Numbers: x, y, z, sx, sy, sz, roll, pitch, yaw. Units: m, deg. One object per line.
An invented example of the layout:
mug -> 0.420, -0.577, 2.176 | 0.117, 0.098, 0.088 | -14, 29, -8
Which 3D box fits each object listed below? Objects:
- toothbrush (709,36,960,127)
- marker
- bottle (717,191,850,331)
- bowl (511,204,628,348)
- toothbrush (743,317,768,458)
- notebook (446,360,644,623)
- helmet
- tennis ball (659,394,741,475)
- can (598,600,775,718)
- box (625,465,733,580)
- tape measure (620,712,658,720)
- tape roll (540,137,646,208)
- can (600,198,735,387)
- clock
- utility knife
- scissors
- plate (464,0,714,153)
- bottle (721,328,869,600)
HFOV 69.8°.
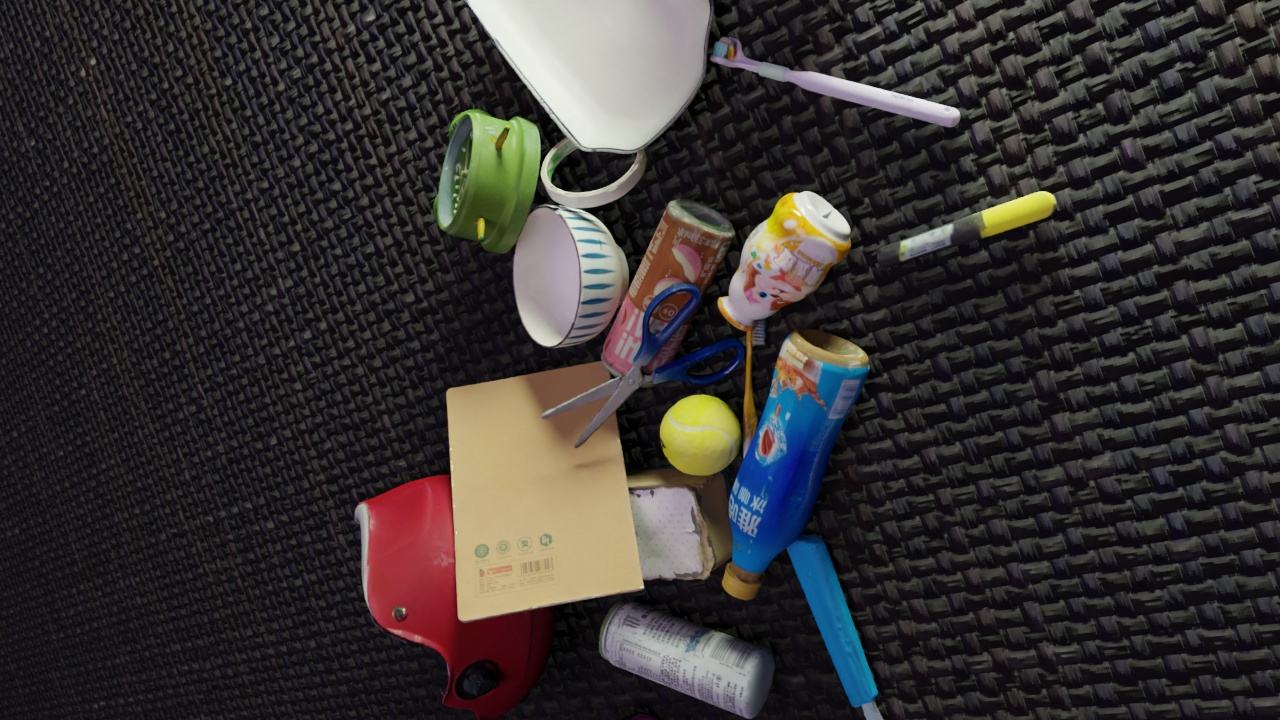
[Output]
toothbrush -> 0.136, -0.198, 0.652 | 0.189, 0.029, 0.021 | 25, 153, 25
marker -> 0.219, -0.088, 0.626 | 0.124, 0.015, 0.018 | -18, 90, 37
bottle -> 0.102, -0.070, 0.674 | 0.063, 0.063, 0.109 | 49, 121, 15
bowl -> -0.052, -0.070, 0.762 | 0.117, 0.066, 0.116 | 13, 105, 55
toothbrush -> 0.092, 0.053, 0.737 | 0.018, 0.016, 0.191 | 4, 102, 23
notebook -> -0.084, 0.102, 0.760 | 0.148, 0.008, 0.207 | -11, 60, 1
helmet -> -0.147, 0.207, 0.837 | 0.240, 0.144, 0.207 | 63, 171, -23
tennis ball -> 0.048, 0.060, 0.735 | 0.066, 0.065, 0.065 | 8, 104, 31
can -> 0.039, 0.254, 0.788 | 0.147, 0.058, 0.058 | 11, 106, 31
box -> 0.001, 0.139, 0.788 | 0.185, 0.061, 0.090 | -5, 98, 31
tape measure -> -0.002, 0.354, 0.837 | 0.058, 0.056, 0.039 | 49, 122, 5
tape roll -> -0.038, -0.157, 0.740 | 0.086, 0.085, 0.014 | 18, 151, 29
can -> 0.020, -0.053, 0.733 | 0.058, 0.057, 0.147 | 36, 118, 21
clock -> -0.138, -0.157, 0.792 | 0.161, 0.056, 0.116 | 34, 111, 62
utility knife -> 0.161, 0.225, 0.727 | 0.034, 0.018, 0.187 | -22, 89, 46
scissors -> 0.008, 0.010, 0.728 | 0.012, 0.160, 0.164 | -109, 32, -55
plate -> -0.042, -0.288, 0.732 | 0.162, 0.034, 0.265 | -44, 76, 28
bottle -> 0.109, 0.085, 0.700 | 0.065, 0.065, 0.219 | 27, 113, 26
